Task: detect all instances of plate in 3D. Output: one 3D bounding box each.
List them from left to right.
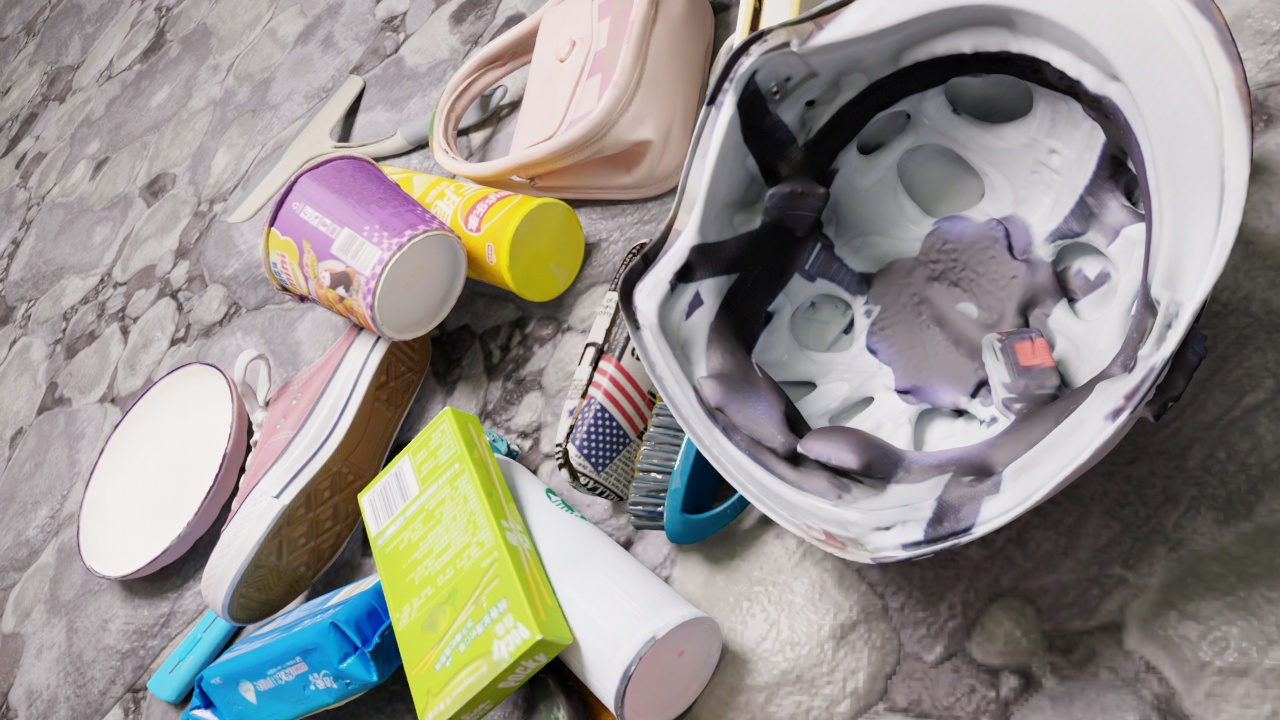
[{"bbox_3d":[-0.396,0.095,0.775,0.193,0.039,0.192,-17,56,26],"label":"plate"}]

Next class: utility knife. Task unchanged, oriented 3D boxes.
[{"bbox_3d":[-0.301,0.182,0.674,0.166,0.018,0.034,-52,48,-4],"label":"utility knife"}]

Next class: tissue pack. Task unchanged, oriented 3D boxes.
[{"bbox_3d":[-0.193,0.177,0.556,0.157,0.094,0.052,-25,93,20],"label":"tissue pack"}]

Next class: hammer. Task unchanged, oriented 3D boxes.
[{"bbox_3d":[-0.162,0.238,0.508,0.324,0.032,0.126,-23,47,25],"label":"hammer"}]

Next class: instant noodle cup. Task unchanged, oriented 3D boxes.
[{"bbox_3d":[-0.179,-0.070,0.621,0.099,0.111,0.111,31,83,23],"label":"instant noodle cup"}]

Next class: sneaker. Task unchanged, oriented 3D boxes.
[{"bbox_3d":[-0.238,0.063,0.644,0.088,0.118,0.240,16,67,21],"label":"sneaker"}]

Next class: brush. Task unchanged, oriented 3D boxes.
[{"bbox_3d":[0.044,0.032,0.502,0.074,0.055,0.143,10,69,25],"label":"brush"}]

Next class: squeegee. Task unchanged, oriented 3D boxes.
[{"bbox_3d":[-0.218,-0.208,0.832,0.247,0.039,0.245,-6,44,25],"label":"squeegee"}]

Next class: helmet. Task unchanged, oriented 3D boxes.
[{"bbox_3d":[0.134,-0.042,0.410,0.229,0.145,0.259,41,107,31],"label":"helmet"}]

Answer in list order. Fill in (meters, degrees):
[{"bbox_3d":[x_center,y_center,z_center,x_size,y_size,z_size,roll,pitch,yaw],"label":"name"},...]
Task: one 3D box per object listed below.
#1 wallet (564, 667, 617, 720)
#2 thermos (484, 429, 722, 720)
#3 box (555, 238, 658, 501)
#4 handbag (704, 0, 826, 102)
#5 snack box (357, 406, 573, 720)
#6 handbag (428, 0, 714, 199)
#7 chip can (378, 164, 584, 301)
[{"bbox_3d":[-0.037,0.236,0.450,0.119,0.035,0.130,31,84,43],"label":"wallet"},{"bbox_3d":[-0.054,0.108,0.517,0.224,0.073,0.073,31,83,42],"label":"thermos"},{"bbox_3d":[-0.008,0.003,0.550,0.065,0.074,0.164,-18,46,60],"label":"box"},{"bbox_3d":[0.071,-0.163,0.561,0.179,0.063,0.163,-177,96,-70],"label":"handbag"},{"bbox_3d":[-0.099,0.107,0.488,0.086,0.026,0.156,-44,50,15],"label":"snack box"},{"bbox_3d":[-0.065,-0.205,0.692,0.235,0.093,0.193,-7,59,33],"label":"handbag"},{"bbox_3d":[-0.138,-0.102,0.692,0.214,0.072,0.072,21,77,40],"label":"chip can"}]
